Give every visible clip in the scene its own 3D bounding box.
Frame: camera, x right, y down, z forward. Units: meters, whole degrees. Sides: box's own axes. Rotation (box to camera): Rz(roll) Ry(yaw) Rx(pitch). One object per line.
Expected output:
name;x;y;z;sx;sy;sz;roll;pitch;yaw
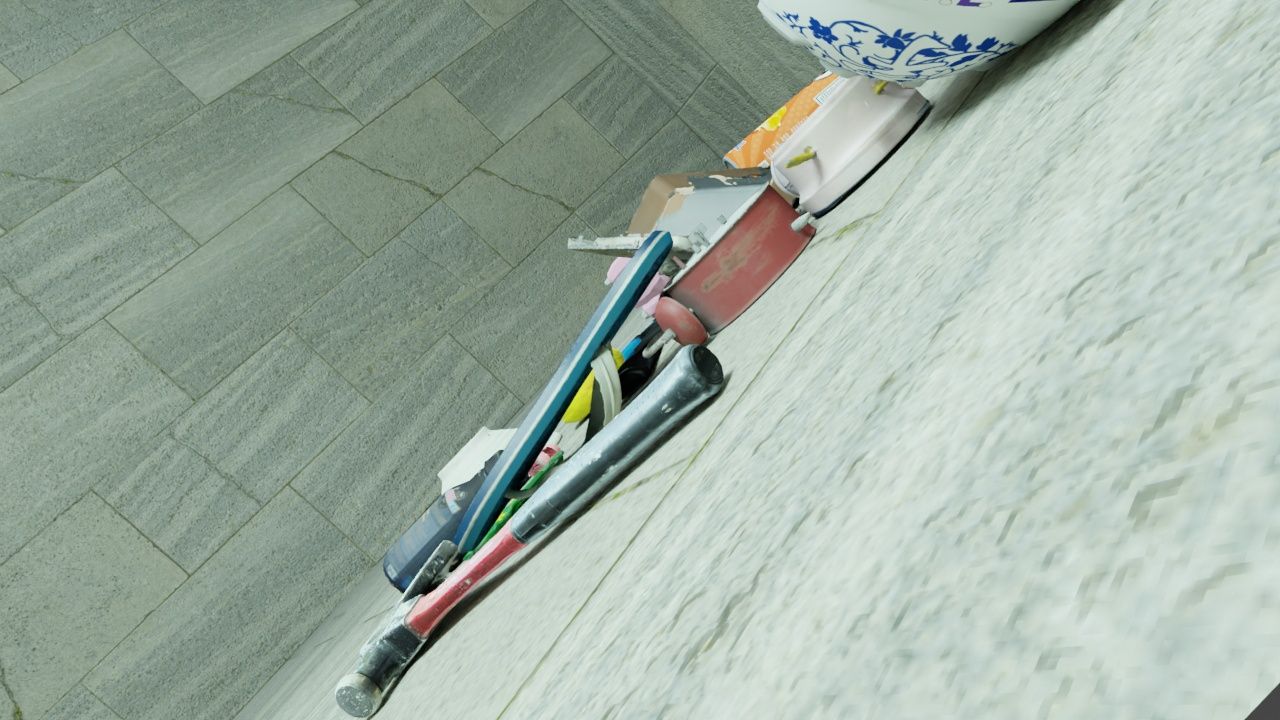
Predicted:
clip;-0.091;0.091;0.882;0.039;0.022;0.059;-46;10;-25

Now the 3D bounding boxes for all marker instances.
marker;0.001;-0.024;1.068;0.018;0.015;0.122;-38;6;38

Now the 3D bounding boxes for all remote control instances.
remote control;-0.005;0.005;0.842;0.045;0.021;0.140;-44;4;13
remote control;0.023;-0.032;0.954;0.039;0.010;0.125;-49;5;-26

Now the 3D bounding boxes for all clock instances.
clock;0.154;-0.172;0.706;0.117;0.059;0.157;-45;4;10
clock;0.053;-0.064;0.675;0.157;0.062;0.109;-46;5;11

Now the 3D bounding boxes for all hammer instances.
hammer;-0.068;0.097;0.563;0.327;0.036;0.140;-43;7;28

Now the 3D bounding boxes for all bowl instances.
bowl;-0.172;0.122;1.010;0.177;0.071;0.177;-45;5;5

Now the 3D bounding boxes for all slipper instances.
slipper;-0.045;0.033;0.717;0.295;0.060;0.118;-57;2;6

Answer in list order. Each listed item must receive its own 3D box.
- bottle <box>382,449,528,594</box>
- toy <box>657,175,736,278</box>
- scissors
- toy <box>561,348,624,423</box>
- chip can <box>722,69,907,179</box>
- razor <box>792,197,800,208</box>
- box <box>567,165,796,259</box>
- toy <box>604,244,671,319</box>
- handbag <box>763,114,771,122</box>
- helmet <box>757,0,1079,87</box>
bottle;-0.171;0.150;0.853;0.161;0.056;0.056;-46;5;9
toy;0.082;-0.153;0.967;0.176;0.132;0.076;-25;-26;19
scissors;-0.108;0.125;0.802;0.132;0.013;0.078;-48;5;-10
toy;-0.052;0.026;0.953;0.095;0.041;0.094;-51;2;-38
chip can;0.178;-0.235;0.865;0.210;0.062;0.062;-40;5;3
razor;0.168;-0.185;0.904;0.044;0.021;0.143;-16;28;54
box;0.028;-0.132;0.837;0.217;0.094;0.121;13;73;59
toy;0.035;-0.124;1.087;0.158;0.067;0.123;-43;-21;13
handbag;0.142;-0.221;1.067;0.094;0.043;0.195;-51;17;46
helmet;0.161;-0.282;0.525;0.314;0.231;0.236;-89;7;-74
